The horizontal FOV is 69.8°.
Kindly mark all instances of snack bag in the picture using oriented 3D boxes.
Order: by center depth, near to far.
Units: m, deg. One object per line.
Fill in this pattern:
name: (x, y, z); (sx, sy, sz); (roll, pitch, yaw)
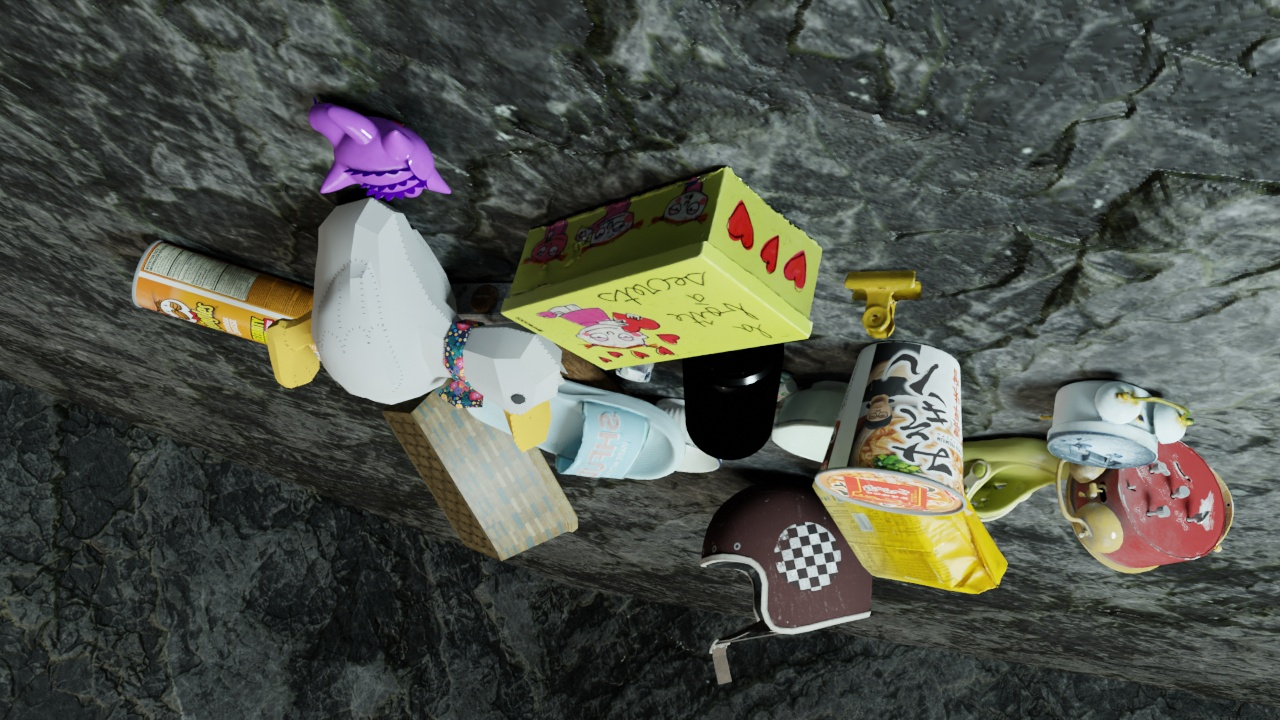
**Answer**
snack bag: (0.274, 0.166, 0.977); (0.159, 0.068, 0.248); (60, 166, 2)

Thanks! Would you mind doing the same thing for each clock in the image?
clock: (0.390, 0.052, 0.753); (0.083, 0.057, 0.118); (20, 160, -14)
clock: (0.444, 0.123, 0.820); (0.158, 0.117, 0.081); (11, 158, -12)

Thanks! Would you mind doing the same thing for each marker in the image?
marker: (0.127, 0.044, 0.976); (0.017, 0.017, 0.146); (19, 160, -13)

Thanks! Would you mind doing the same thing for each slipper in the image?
slipper: (0.359, 0.130, 0.958); (0.091, 0.081, 0.191); (22, 157, -28)
slipper: (-0.074, 0.078, 0.979); (0.245, 0.074, 0.104); (20, 132, -6)

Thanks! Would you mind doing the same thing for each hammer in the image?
hammer: (-0.114, -0.002, 0.997); (0.218, 0.037, 0.300); (2, 158, 31)

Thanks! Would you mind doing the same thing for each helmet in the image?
helmet: (0.194, 0.292, 1.249); (0.234, 0.253, 0.233); (-12, 164, 1)

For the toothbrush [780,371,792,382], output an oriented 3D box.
toothbrush: (0.062, -0.004, 0.896); (0.180, 0.016, 0.016); (15, 159, -3)

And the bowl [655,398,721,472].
bowl: (0.041, 0.083, 1.074); (0.118, 0.062, 0.118); (11, 158, 4)

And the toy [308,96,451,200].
toy: (-0.182, -0.139, 0.638); (0.088, 0.055, 0.106); (8, 159, 24)

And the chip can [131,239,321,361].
chip can: (-0.423, -0.061, 0.995); (0.215, 0.075, 0.075); (18, 160, -9)

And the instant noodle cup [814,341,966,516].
instant noodle cup: (0.222, 0.056, 0.787); (0.123, 0.121, 0.124); (13, 160, 4)

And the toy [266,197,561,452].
toy: (-0.198, -0.029, 0.807); (0.268, 0.140, 0.247); (2, 126, 26)

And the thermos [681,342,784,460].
thermos: (0.080, 0.011, 0.805); (0.086, 0.086, 0.199); (11, 154, 10)

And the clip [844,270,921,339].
clip: (0.177, -0.041, 0.673); (0.054, 0.049, 0.044); (2, -169, 30)

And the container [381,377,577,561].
container: (-0.164, 0.095, 1.101); (0.158, 0.186, 0.250); (-1, 121, 57)

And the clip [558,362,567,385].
clip: (-0.109, 0.006, 0.902); (0.056, 0.046, 0.102); (-2, 158, 8)

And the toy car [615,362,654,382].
toy car: (-0.006, 0.006, 0.951); (0.039, 0.027, 0.090); (12, 161, 0)

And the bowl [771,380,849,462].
bowl: (0.191, 0.058, 0.904); (0.117, 0.061, 0.117); (12, 160, 4)

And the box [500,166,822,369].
box: (0.012, -0.059, 0.687); (0.221, 0.081, 0.124); (-5, 152, 45)
